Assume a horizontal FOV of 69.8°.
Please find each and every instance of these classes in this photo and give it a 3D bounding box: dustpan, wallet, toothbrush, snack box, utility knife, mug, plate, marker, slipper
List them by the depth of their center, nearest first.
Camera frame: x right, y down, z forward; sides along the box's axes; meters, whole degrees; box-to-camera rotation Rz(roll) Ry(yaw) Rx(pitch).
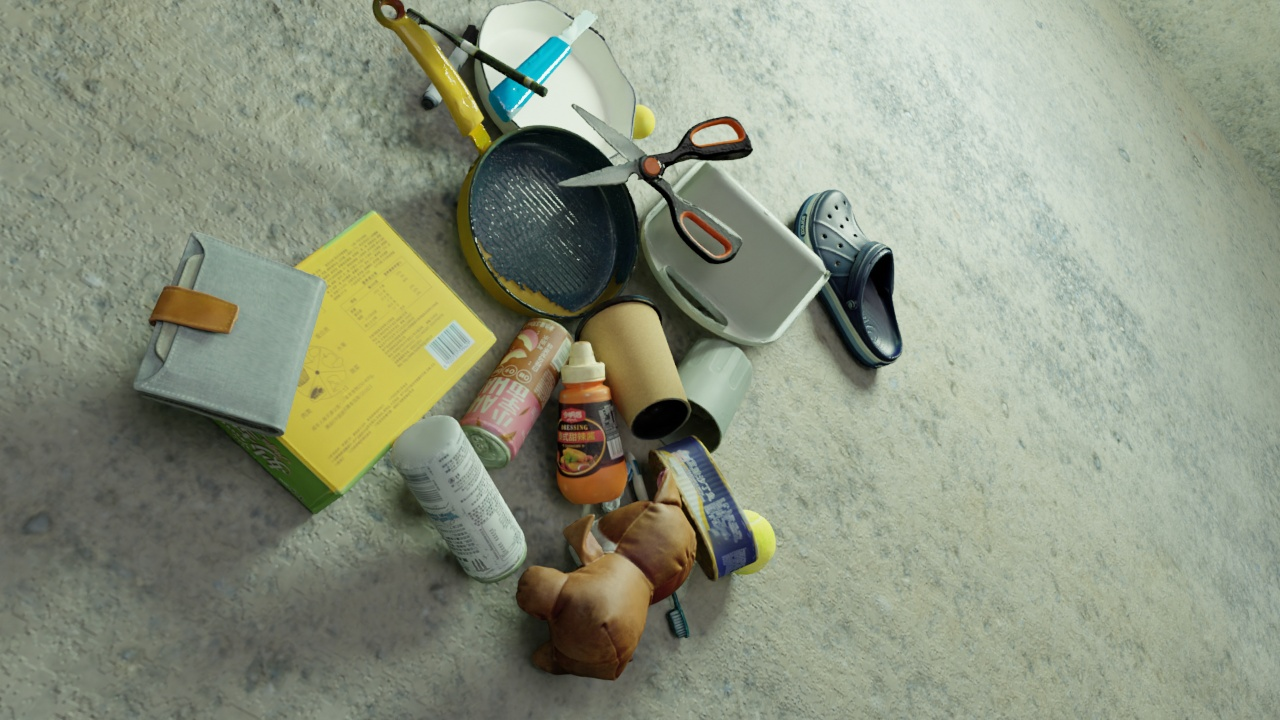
[{"bbox_3d":[-0.289,-0.021,0.654,0.106,0.037,0.129,23,56,-28],"label":"wallet"},{"bbox_3d":[-0.243,-0.004,0.754,0.157,0.070,0.209,47,49,-10],"label":"snack box"},{"bbox_3d":[0.013,0.181,0.908,0.018,0.016,0.191,-12,77,-30],"label":"toothbrush"},{"bbox_3d":[-0.172,-0.316,0.943,0.186,0.012,0.017,33,55,13],"label":"toothbrush"},{"bbox_3d":[-0.199,-0.311,0.969,0.018,0.023,0.130,8,52,14],"label":"marker"},{"bbox_3d":[0.048,0.027,0.974,0.124,0.084,0.103,29,49,7],"label":"mug"},{"bbox_3d":[-0.099,-0.328,0.994,0.034,0.018,0.222,42,51,-13],"label":"utility knife"},{"bbox_3d":[-0.097,-0.304,1.030,0.204,0.046,0.204,18,59,-32],"label":"plate"},{"bbox_3d":[0.104,-0.121,1.071,0.222,0.143,0.257,43,10,-1],"label":"dustpan"},{"bbox_3d":[0.287,-0.113,1.214,0.104,0.095,0.252,-16,83,-44],"label":"slipper"}]

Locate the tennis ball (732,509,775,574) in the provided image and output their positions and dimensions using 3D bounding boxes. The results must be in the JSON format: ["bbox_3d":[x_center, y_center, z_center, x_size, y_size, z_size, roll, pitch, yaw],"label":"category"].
[{"bbox_3d":[0.106,0.187,0.944,0.065,0.066,0.065,17,60,-32],"label":"tennis ball"}]

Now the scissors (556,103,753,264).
[{"bbox_3d":[0.029,-0.192,0.946,0.232,0.022,0.221,-38,96,-23],"label":"scissors"}]

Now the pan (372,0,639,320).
[{"bbox_3d":[-0.132,-0.192,0.886,0.357,0.078,0.197,46,59,-22],"label":"pan"}]

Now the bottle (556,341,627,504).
[{"bbox_3d":[-0.050,0.056,0.857,0.066,0.067,0.149,-9,96,-41],"label":"bottle"}]

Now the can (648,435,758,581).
[{"bbox_3d":[0.060,0.141,0.898,0.049,0.075,0.148,-20,54,-14],"label":"can"}]

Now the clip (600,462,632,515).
[{"bbox_3d":[-0.025,0.125,0.897,0.025,0.036,0.057,11,59,9],"label":"clip"}]

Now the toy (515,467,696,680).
[{"bbox_3d":[-0.022,0.190,0.816,0.199,0.131,0.140,-38,135,-38],"label":"toy"}]

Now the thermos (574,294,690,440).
[{"bbox_3d":[-0.005,0.005,0.898,0.093,0.093,0.143,8,42,-36],"label":"thermos"}]

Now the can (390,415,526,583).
[{"bbox_3d":[-0.144,0.114,0.742,0.058,0.058,0.147,-59,139,-39],"label":"can"}]

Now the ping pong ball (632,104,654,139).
[{"bbox_3d":[-0.003,-0.285,1.098,0.040,0.040,0.040,17,60,-32],"label":"ping pong ball"}]

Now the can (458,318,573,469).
[{"bbox_3d":[-0.114,0.028,0.850,0.058,0.058,0.146,41,50,-16],"label":"can"}]
